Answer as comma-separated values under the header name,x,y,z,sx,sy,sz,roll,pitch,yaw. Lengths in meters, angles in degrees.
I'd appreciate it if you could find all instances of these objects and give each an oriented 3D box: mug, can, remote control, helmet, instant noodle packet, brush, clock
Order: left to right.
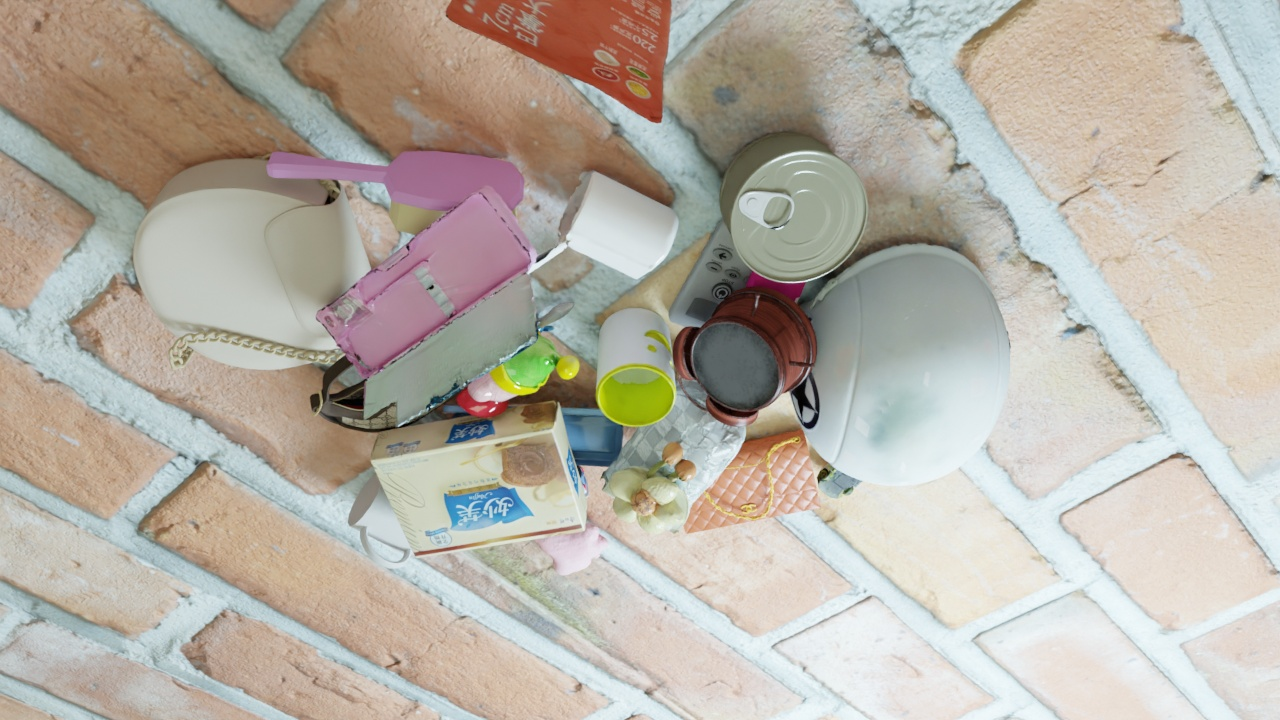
name,x,y,z,sx,sy,sz,roll,pitch,yaw
mug,-0.305,0.202,1.128,0.089,0.105,0.074,35,132,-25
brush,-0.224,-0.158,0.851,0.228,0.089,0.043,4,133,-9
instant noodle packet,-0.055,-0.260,0.697,0.164,0.220,0.084,22,122,-17
mug,-0.006,0.006,0.978,0.082,0.106,0.083,-1,128,-1
remote control,0.093,-0.088,0.961,0.074,0.019,0.151,19,125,-15
clock,0.101,0.000,0.938,0.120,0.072,0.158,52,132,0
can,0.142,-0.146,0.869,0.128,0.073,0.128,-2,118,-5
helmet,0.278,0.023,0.963,0.236,0.163,0.265,5,127,-6

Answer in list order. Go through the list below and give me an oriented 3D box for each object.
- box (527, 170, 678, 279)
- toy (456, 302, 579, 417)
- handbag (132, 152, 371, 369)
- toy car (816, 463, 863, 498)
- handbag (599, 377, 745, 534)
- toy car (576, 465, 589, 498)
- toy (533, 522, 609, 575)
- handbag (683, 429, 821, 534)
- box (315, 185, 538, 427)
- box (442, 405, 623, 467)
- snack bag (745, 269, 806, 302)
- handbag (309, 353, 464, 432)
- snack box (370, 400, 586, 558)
name,x,y,z,sx,sy,sz,roll,pitch,yaw
box,-0.045,-0.107,0.875,0.136,0.143,0.083,26,166,-17
toy,-0.118,0.003,0.967,0.097,0.123,0.132,45,135,3
handbag,-0.376,-0.087,0.901,0.208,0.103,0.211,-7,129,0
toy car,0.262,0.125,1.122,0.048,0.033,0.106,35,112,-30
handbag,0.037,0.111,1.024,0.112,0.123,0.172,34,112,0
toy car,-0.140,0.148,1.115,0.153,0.056,0.055,-2,110,-6
toy,-0.091,0.236,1.191,0.093,0.050,0.102,-22,122,19
handbag,0.126,0.149,1.126,0.172,0.060,0.109,-13,123,9
box,-0.185,-0.036,0.834,0.231,0.158,0.066,-30,167,28
box,-0.121,0.075,1.070,0.209,0.049,0.121,2,141,-3
snack bag,0.126,-0.029,0.995,0.070,0.016,0.197,1,134,-17
handbag,-0.273,0.021,0.979,0.167,0.063,0.138,-31,152,22
snack box,-0.176,0.136,1.030,0.207,0.055,0.153,-10,122,6
